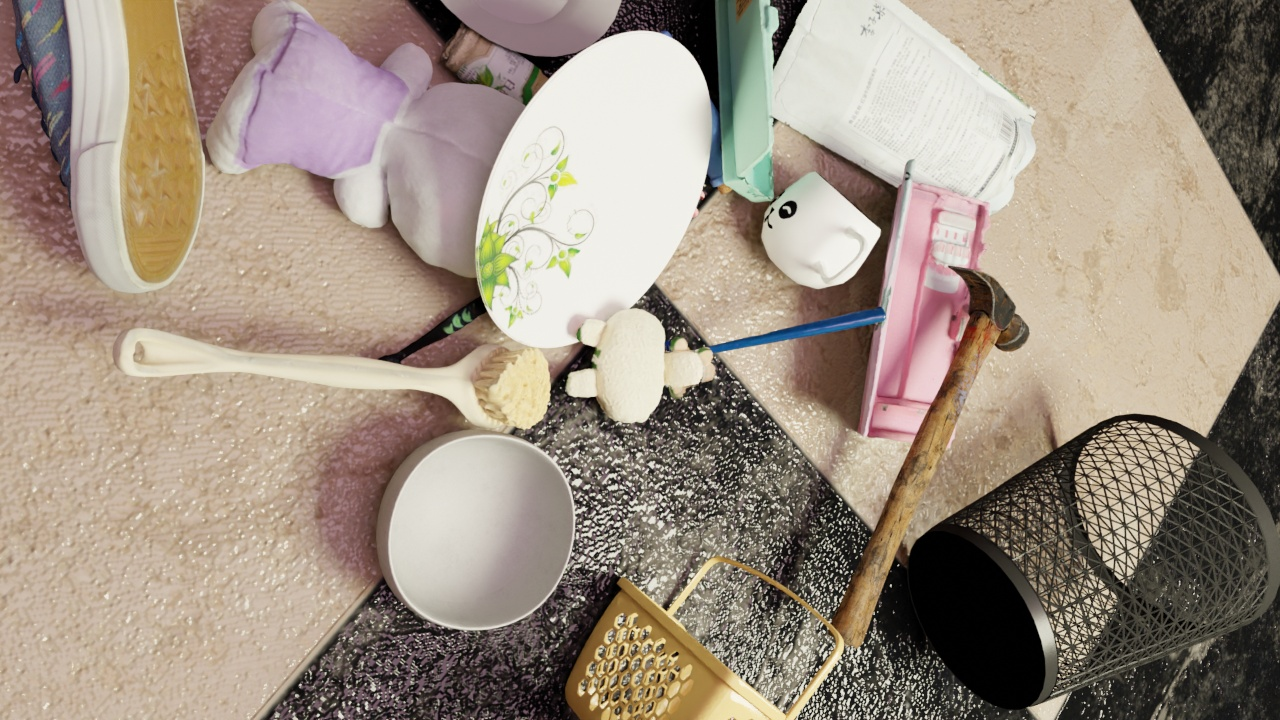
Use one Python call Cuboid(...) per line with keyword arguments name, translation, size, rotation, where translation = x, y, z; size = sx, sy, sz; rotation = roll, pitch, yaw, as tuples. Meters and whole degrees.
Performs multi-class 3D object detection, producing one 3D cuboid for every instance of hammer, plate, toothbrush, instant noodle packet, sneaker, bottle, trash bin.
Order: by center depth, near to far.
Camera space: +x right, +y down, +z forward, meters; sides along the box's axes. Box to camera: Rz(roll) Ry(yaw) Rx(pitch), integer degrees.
Cuboid(name="sneaker", translation=(-0.314, -0.156, 0.527), size=(0.079, 0.087, 0.235), rotation=(-2, 95, 6))
Cuboid(name="plate", translation=(-0.034, -0.117, 0.639), size=(0.228, 0.030, 0.230), rotation=(-37, 145, -32))
Cuboid(name="toothbrush", translation=(-0.121, -0.034, 0.655), size=(0.187, 0.017, 0.014), rotation=(-37, 116, -25))
Cuboid(name="plate", translation=(-0.091, -0.297, 0.657), size=(0.172, 0.019, 0.172), rotation=(7, 77, -32))
Cuboid(name="bottle", translation=(-0.088, -0.197, 0.657), size=(0.110, 0.043, 0.042), rotation=(33, 75, -24))
Cuboid(name="bottle", translation=(0.036, -0.189, 0.720), size=(0.048, 0.048, 0.131), rotation=(-43, 109, -22))
Cuboid(name="toothbrush", translation=(0.098, -0.021, 0.725), size=(0.190, 0.016, 0.017), rotation=(-10, 88, 1))
Cuboid(name="hammer", translation=(0.232, 0.081, 0.768), size=(0.120, 0.033, 0.330), rotation=(36, 77, -38))
Cuboid(name="instant noodle packet", translation=(0.241, -0.230, 0.833), size=(0.269, 0.057, 0.147), rotation=(25, 92, -22))
Cuboid(name="trash bin", translation=(0.394, 0.189, 0.836), size=(0.242, 0.217, 0.217), rotation=(-18, 99, -21))

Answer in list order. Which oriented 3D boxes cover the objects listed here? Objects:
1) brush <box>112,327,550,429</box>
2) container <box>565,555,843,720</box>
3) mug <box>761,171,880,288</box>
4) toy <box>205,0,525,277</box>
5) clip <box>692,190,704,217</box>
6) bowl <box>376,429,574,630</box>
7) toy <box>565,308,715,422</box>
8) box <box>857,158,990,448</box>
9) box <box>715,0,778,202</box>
Cuboid(name="brush", translation=(-0.175, 0.008, 0.574), size=(0.271, 0.078, 0.062), rotation=(7, 74, -36))
Cuboid(name="container", translation=(0.052, 0.229, 0.655), size=(0.129, 0.183, 0.167), rotation=(43, 79, -21))
Cuboid(name="mug", translation=(0.147, -0.095, 0.743), size=(0.090, 0.123, 0.076), rotation=(34, 108, -24))
Cuboid(name="toy", translation=(-0.158, -0.146, 0.598), size=(0.209, 0.086, 0.137), rotation=(23, 78, -22))
Cuboid(name="clip", translation=(0.021, -0.129, 0.729), size=(0.059, 0.023, 0.041), rotation=(34, 78, -19))
Cuboid(name="bowl", translation=(-0.116, 0.113, 0.630), size=(0.131, 0.064, 0.132), rotation=(0, 90, -29))
Cuboid(name="toy", translation=(-0.004, 0.004, 0.698), size=(0.112, 0.050, 0.087), rotation=(2, 91, -23))
Cuboid(name="box", translation=(0.233, -0.044, 0.808), size=(0.172, 0.075, 0.233), rotation=(11, 89, -46))
Cuboid(name="box", translation=(0.082, -0.227, 0.699), size=(0.056, 0.138, 0.187), rotation=(-3, 81, 11))
